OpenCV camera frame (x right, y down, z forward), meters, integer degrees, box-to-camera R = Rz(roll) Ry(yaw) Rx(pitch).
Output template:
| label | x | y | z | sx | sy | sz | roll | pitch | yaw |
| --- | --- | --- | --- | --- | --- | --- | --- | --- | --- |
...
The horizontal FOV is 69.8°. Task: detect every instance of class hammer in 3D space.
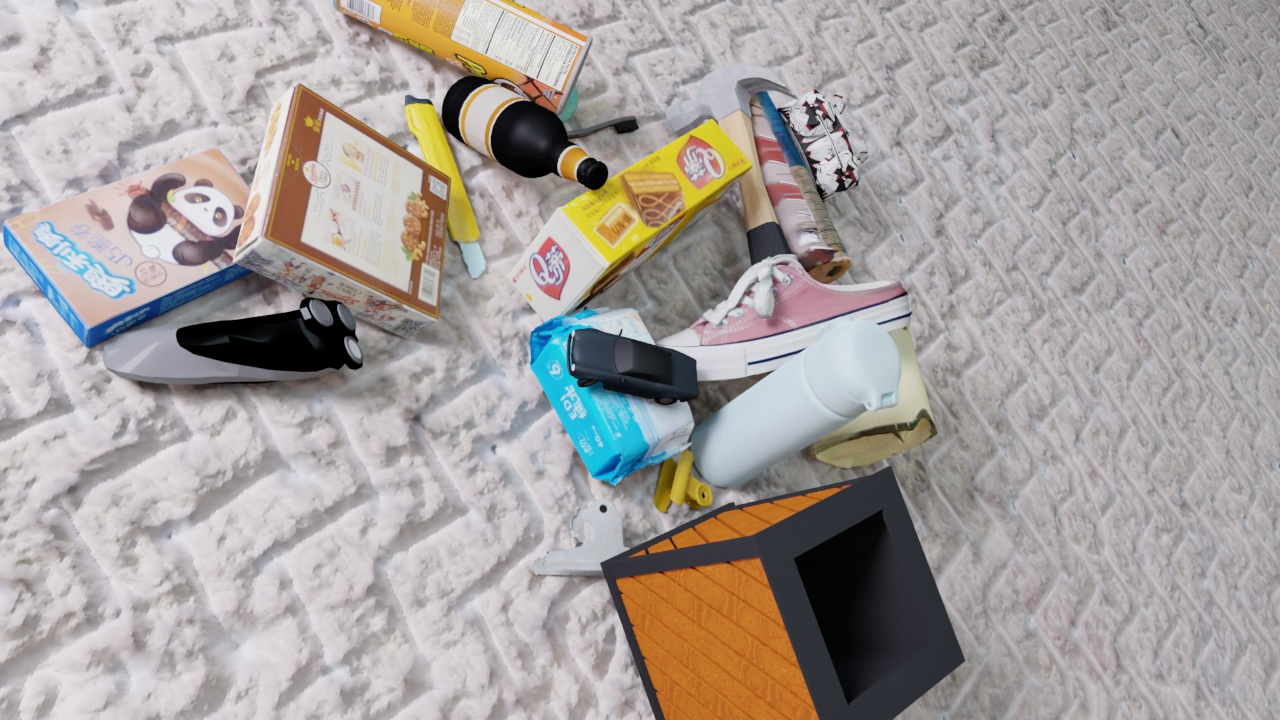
| label | x | y | z | sx | sy | sz | roll | pitch | yaw |
| --- | --- | --- | --- | --- | --- | --- | --- | --- | --- |
| hammer | 0.117 | -0.143 | 0.902 | 0.039 | 0.131 | 0.327 | 16 | 57 | -55 |

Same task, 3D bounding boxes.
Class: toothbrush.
| label | x | y | z | sx | sy | sz | roll | pitch | yaw |
| --- | --- | --- | --- | --- | --- | --- | --- | --- | --- |
| toothbrush | -0.063 | -0.222 | 0.897 | 0.167 | 0.013 | 0.013 | -21 | 85 | -39 |

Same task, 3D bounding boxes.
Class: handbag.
| label | x | y | z | sx | sy | sz | roll | pitch | yaw |
| --- | --- | --- | --- | --- | --- | --- | --- | --- | --- |
| handbag | 0.212 | 0.033 | 0.864 | 0.081 | 0.111 | 0.119 | 23 | 53 | -41 |

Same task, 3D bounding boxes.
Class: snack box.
| label | x | y | z | sx | sy | sz | roll | pitch | yaw |
| --- | --- | --- | --- | --- | --- | --- | --- | --- | --- |
| snack box | -0.004 | -0.126 | 0.815 | 0.061 | 0.110 | 0.229 | 49 | 49 | 1 |
| snack box | -0.331 | -0.081 | 0.626 | 0.087 | 0.034 | 0.150 | 51 | 50 | 1 |
| snack box | -0.214 | -0.109 | 0.685 | 0.147 | 0.041 | 0.143 | 28 | 49 | -41 |

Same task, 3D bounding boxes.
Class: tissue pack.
| label | x | y | z | sx | sy | sz | roll | pitch | yaw |
| --- | --- | --- | --- | --- | --- | --- | --- | --- | --- |
| tissue pack | -0.025 | 0.023 | 0.748 | 0.092 | 0.062 | 0.144 | -22 | 80 | -39 |

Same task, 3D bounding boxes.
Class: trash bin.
| label | x | y | z | sx | sy | sz | roll | pitch | yaw |
| --- | --- | --- | --- | --- | --- | --- | --- | --- | --- |
| trash bin | 0.095 | 0.176 | 0.648 | 0.139 | 0.172 | 0.139 | -17 | 85 | -38 |

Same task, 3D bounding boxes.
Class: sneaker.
| label | x | y | z | sx | sy | sz | roll | pitch | yaw |
| --- | --- | --- | --- | --- | --- | --- | --- | --- | --- |
| sneaker | 0.114 | -0.044 | 0.795 | 0.241 | 0.118 | 0.088 | -15 | 98 | -4 |

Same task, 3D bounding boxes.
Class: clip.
| label | x | y | z | sx | sy | sz | roll | pitch | yaw |
| --- | --- | --- | --- | --- | --- | --- | --- | --- | --- |
| clip | -0.029 | 0.134 | 0.696 | 0.101 | 0.050 | 0.058 | 9 | 72 | -30 |
| clip | 0.039 | 0.105 | 0.765 | 0.049 | 0.045 | 0.054 | 14 | 52 | 4 |

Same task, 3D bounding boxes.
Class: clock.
| label | x | y | z | sx | sy | sz | roll | pitch | yaw |
| --- | --- | --- | --- | --- | --- | --- | --- | --- | --- |
| clock | 0.202 | -0.235 | 0.989 | 0.114 | 0.065 | 0.154 | 63 | 7 | -7 |

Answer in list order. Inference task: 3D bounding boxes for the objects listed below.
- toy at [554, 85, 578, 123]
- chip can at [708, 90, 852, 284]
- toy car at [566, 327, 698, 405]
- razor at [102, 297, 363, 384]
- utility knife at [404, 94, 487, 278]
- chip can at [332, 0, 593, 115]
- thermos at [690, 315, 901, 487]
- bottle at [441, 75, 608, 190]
| label | x | y | z | sx | sy | sz | roll | pitch | yaw |
| --- | --- | --- | --- | --- | --- | --- | --- | --- | --- |
| toy | -0.101 | -0.259 | 0.883 | 0.085 | 0.033 | 0.105 | 26 | 53 | -5 |
| chip can | 0.142 | -0.185 | 0.969 | 0.079 | 0.080 | 0.229 | -9 | 69 | -36 |
| toy car | -0.004 | 0.004 | 0.706 | 0.112 | 0.034 | 0.046 | 14 | 59 | -28 |
| razor | -0.270 | -0.009 | 0.615 | 0.156 | 0.060 | 0.057 | -12 | 58 | -17 |
| utility knife | -0.166 | -0.151 | 0.786 | 0.030 | 0.017 | 0.179 | -13 | 71 | -32 |
| chip can | -0.155 | -0.299 | 0.817 | 0.215 | 0.075 | 0.075 | 24 | 53 | -8 |
| thermos | 0.121 | 0.038 | 0.737 | 0.065 | 0.207 | 0.078 | -6 | 67 | -35 |
| bottle | -0.093 | -0.184 | 0.765 | 0.059 | 0.059 | 0.182 | -20 | 41 | -39 |
